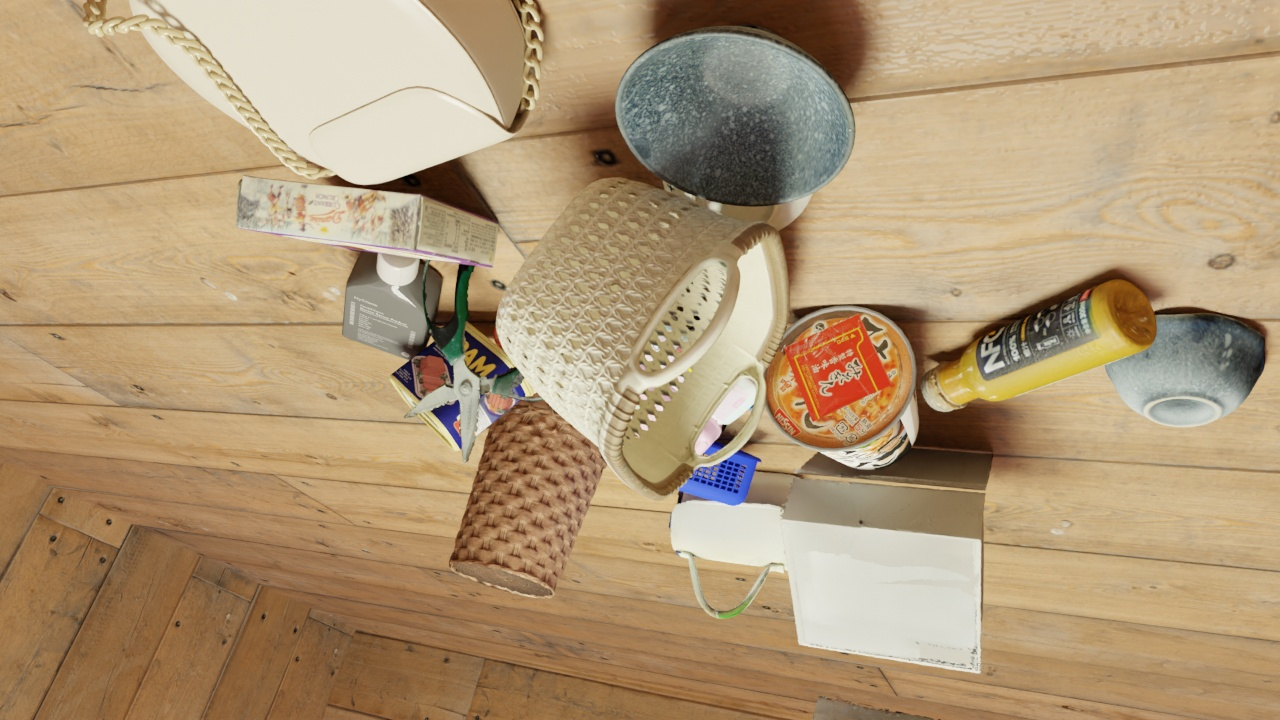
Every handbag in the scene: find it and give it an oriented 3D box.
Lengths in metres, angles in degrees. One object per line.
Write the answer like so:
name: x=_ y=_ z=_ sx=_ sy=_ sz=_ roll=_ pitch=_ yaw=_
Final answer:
handbag: x=0.108 y=0.211 z=1.067 sx=0.151 sy=0.175 sz=0.074 roll=4 pitch=150 yaw=22
handbag: x=-0.185 y=-0.190 z=0.546 sx=0.211 sy=0.103 sz=0.208 roll=-6 pitch=150 yaw=39

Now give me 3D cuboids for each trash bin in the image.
trash bin: x=-0.120 y=0.152 z=1.038 sx=0.151 sy=0.209 sz=0.151 roll=12 pitch=154 yaw=6

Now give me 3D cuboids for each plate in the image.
plate: x=0.065 y=-0.114 z=0.621 sx=0.104 sy=0.026 sz=0.104 roll=7 pitch=144 yaw=5

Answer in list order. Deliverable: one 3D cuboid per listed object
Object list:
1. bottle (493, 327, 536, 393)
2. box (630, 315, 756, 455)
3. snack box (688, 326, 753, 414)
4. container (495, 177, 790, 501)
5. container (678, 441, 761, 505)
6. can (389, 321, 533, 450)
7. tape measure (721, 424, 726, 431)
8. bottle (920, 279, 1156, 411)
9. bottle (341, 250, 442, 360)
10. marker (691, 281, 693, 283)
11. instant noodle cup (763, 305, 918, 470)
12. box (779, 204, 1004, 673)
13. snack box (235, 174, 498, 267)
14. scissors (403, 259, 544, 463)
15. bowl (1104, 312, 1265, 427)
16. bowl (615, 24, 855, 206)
bottle: x=-0.121 y=-0.004 z=0.929 sx=0.044 sy=0.044 sz=0.109 roll=12 pitch=153 yaw=7
box: x=-0.005 y=0.005 z=0.818 sx=0.201 sy=0.037 sz=0.153 roll=37 pitch=147 yaw=-1
snack box: x=0.039 y=0.025 z=0.870 sx=0.087 sy=0.034 sz=0.152 roll=51 pitch=143 yaw=-9
container: x=0.010 y=-0.014 z=0.641 sx=0.143 sy=0.184 sz=0.246 roll=34 pitch=171 yaw=20
container: x=0.063 y=0.115 z=0.998 sx=0.114 sy=0.058 sz=0.096 roll=18 pitch=179 yaw=-12
can: x=-0.176 y=0.023 z=0.889 sx=0.116 sy=0.092 sz=0.056 roll=35 pitch=157 yaw=39
tape measure: x=0.063 y=0.047 z=0.934 sx=0.061 sy=0.034 sz=0.062 roll=-1 pitch=136 yaw=42
bottle: x=0.292 y=-0.004 z=0.700 sx=0.053 sy=0.053 sz=0.187 roll=25 pitch=152 yaw=-18
bottle: x=-0.235 y=-0.062 z=0.874 sx=0.083 sy=0.046 sz=0.174 roll=20 pitch=153 yaw=-10
marker: x=0.045 y=-0.094 z=0.700 sx=0.022 sy=0.016 sz=0.139 roll=27 pitch=153 yaw=10
instant noodle cup: x=0.180 y=0.035 z=0.775 sx=0.124 sy=0.123 sz=0.121 roll=0 pitch=158 yaw=28
box: x=0.254 y=0.063 z=0.889 sx=0.168 sy=0.420 sz=0.173 roll=3 pitch=149 yaw=23
snack box: x=-0.205 y=-0.106 z=0.712 sx=0.148 sy=0.040 sz=0.143 roll=8 pitch=-177 yaw=14
scissors: x=-0.120 y=-0.005 z=0.808 sx=0.203 sy=0.202 sz=0.015 roll=3 pitch=-171 yaw=8
bowl: x=0.398 y=0.014 z=0.676 sx=0.110 sy=0.055 sz=0.110 roll=13 pitch=154 yaw=6
bowl: x=0.058 y=-0.155 z=0.532 sx=0.137 sy=0.057 sz=0.137 roll=12 pitch=153 yaw=6
